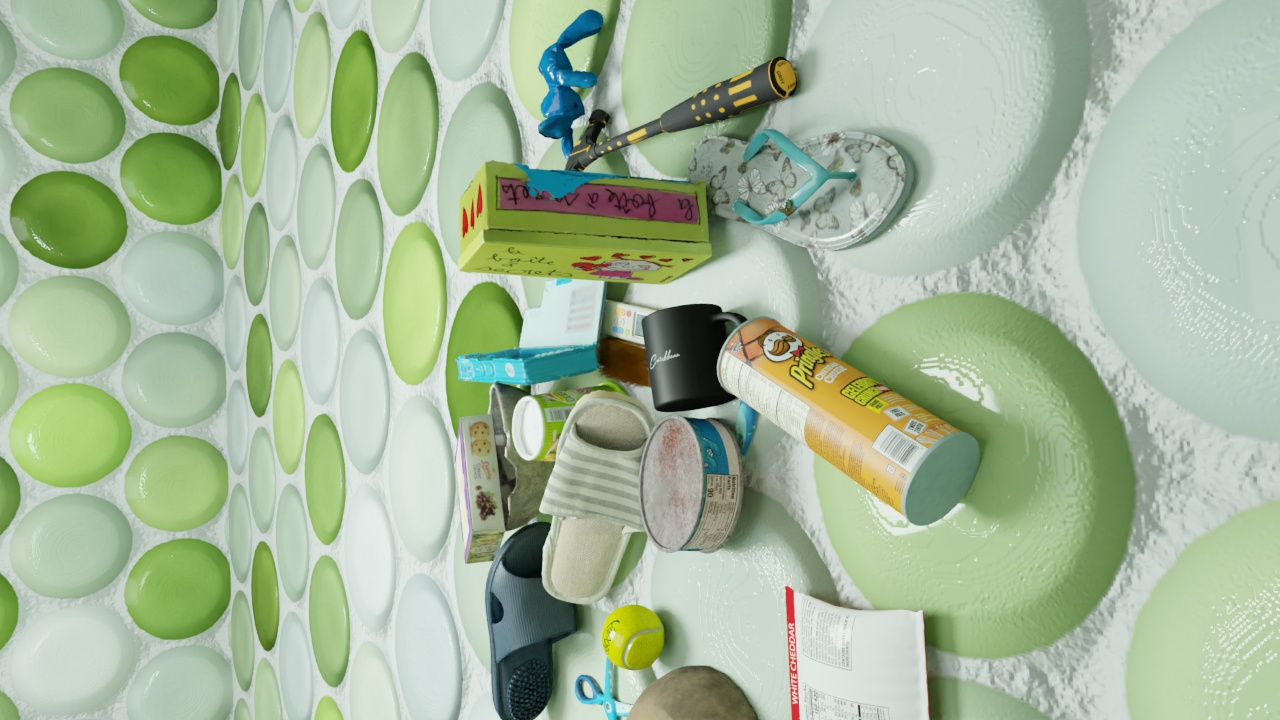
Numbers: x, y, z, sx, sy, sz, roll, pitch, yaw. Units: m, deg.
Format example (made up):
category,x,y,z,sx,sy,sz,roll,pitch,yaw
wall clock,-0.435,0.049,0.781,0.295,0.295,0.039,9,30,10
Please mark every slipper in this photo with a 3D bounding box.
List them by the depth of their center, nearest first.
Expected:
category,x,y,z,sx,sy,sz,roll,pitch,yaw
slipper,0.114,-0.151,0.798,0.269,0.054,0.098,20,108,54
slipper,-0.050,0.158,0.974,0.054,0.114,0.273,-94,13,-61
slipper,-0.126,0.325,1.088,0.083,0.101,0.264,21,111,53

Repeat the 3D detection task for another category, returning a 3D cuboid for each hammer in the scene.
category,x,y,z,sx,sy,sz,roll,pitch,yaw
hammer,0.025,-0.234,0.914,0.321,0.036,0.123,-5,59,51

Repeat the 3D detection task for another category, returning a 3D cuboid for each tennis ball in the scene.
category,x,y,z,sx,sy,sz,roll,pitch,yaw
tennis ball,-0.008,0.287,0.951,0.065,0.065,0.065,0,90,54

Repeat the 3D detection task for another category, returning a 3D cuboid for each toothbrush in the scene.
category,x,y,z,sx,sy,sz,roll,pitch,yaw
toothbrush,0.092,0.083,0.860,0.022,0.017,0.135,28,110,51

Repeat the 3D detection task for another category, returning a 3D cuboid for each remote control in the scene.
category,x,y,z,sx,sy,sz,roll,pitch,yaw
remote control,-0.014,-0.042,1.001,0.126,0.018,0.038,16,103,52

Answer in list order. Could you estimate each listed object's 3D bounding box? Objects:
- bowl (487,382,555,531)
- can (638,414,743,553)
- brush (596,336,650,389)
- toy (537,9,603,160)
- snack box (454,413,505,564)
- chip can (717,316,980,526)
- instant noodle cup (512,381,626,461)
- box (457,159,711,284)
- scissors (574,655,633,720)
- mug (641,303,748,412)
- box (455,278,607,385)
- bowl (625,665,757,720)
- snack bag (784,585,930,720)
category,x,y,z,sx,sy,sz,roll,pitch,yaw
bowl,-0.135,0.114,1.106,0.179,0.081,0.178,177,91,-73
can,0.046,0.118,0.874,0.130,0.044,0.130,6,90,65
brush,-0.006,0.005,0.985,0.126,0.017,0.048,16,111,53
toy,-0.085,-0.310,1.043,0.112,0.071,0.176,-103,22,-83
snack box,-0.197,0.158,1.110,0.148,0.040,0.143,117,146,-61
chip can,0.154,0.040,0.721,0.215,0.075,0.075,38,119,47
instant noodle cup,-0.079,0.072,1.014,0.099,0.107,0.099,-2,87,55
box,-0.057,-0.126,0.874,0.125,0.220,0.082,160,107,-65
scissors,-0.039,0.397,1.041,0.140,0.011,0.134,-1,92,55
mug,0.058,-0.005,0.856,0.114,0.078,0.088,-18,75,40
box,-0.117,-0.022,1.087,0.086,0.169,0.228,49,158,-20
bowl,0.043,0.380,0.877,0.162,0.070,0.162,0,90,54
snack bag,0.168,0.255,0.733,0.144,0.039,0.130,-8,83,54
